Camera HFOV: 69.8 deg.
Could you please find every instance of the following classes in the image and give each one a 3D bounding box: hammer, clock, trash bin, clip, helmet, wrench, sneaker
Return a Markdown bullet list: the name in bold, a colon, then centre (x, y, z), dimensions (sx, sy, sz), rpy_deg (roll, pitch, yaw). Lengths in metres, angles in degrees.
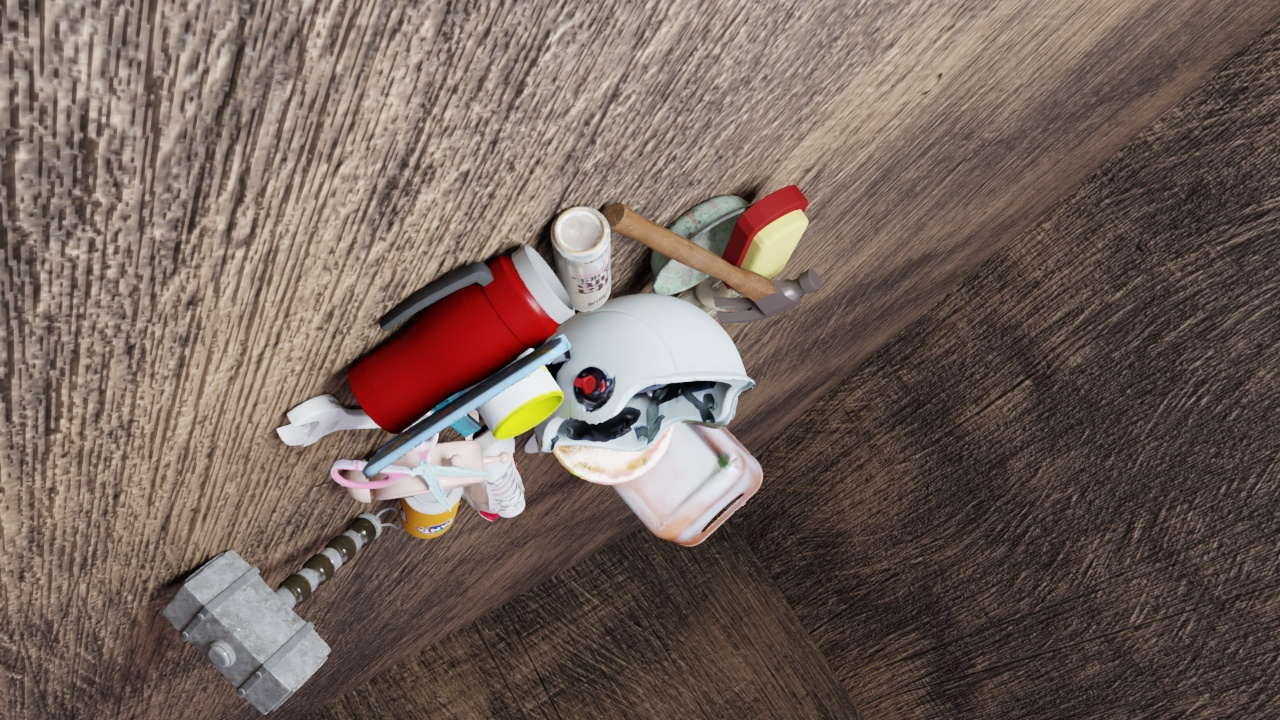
- **hammer**: centre (-0.414, 0.269, 1.159), dimensions (0.080, 0.177, 0.325), rpy_deg (-43, -178, 31)
- **clock**: centre (-0.257, 0.120, 1.091), dimensions (0.161, 0.086, 0.131), rpy_deg (-20, 170, 16)
- **trash bin**: centre (0.036, 0.136, 1.382), dimensions (0.181, 0.259, 0.157), rpy_deg (-43, 159, 4)
- **clock**: centre (0.088, -0.087, 1.222), dimensions (0.092, 0.054, 0.141), rpy_deg (-31, 173, -14)
- **hammer**: centre (0.072, -0.101, 0.970), dimensions (0.116, 0.033, 0.322), rpy_deg (-24, 155, 32)
- **clip**: centre (-0.218, 0.025, 0.944), dimensions (0.027, 0.104, 0.120), rpy_deg (-39, 159, 3)
- **helmet**: centre (-0.006, 0.006, 1.055), dimensions (0.265, 0.163, 0.236), rpy_deg (-26, 161, 40)
- **wrench**: centre (-0.277, 0.061, 0.971), dimensions (0.066, 0.018, 0.273), rpy_deg (-38, 166, 15)
- **sneaker**: centre (-0.199, 0.166, 1.286), dimensions (0.090, 0.104, 0.237), rpy_deg (-38, 170, -29)

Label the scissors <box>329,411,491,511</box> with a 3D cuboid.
- **scissors**: centre (-0.241, 0.104, 0.981), dimensions (0.170, 0.013, 0.174), rpy_deg (7, 127, -14)

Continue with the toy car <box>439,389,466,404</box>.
- **toy car**: centre (-0.181, 0.025, 1.040), dimensions (0.107, 0.027, 0.060), rpy_deg (-33, 166, -3)

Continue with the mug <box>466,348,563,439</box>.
- **mug**: centre (-0.140, 0.016, 0.942), dimensions (0.082, 0.106, 0.083), rpy_deg (-31, 166, -9)

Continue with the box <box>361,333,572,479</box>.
- **box**: centre (-0.154, 0.036, 0.833), dimensions (0.209, 0.021, 0.125), rpy_deg (-33, -177, 1)

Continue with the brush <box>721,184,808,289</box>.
- **brush**: centre (0.142, -0.131, 1.052), dimensions (0.082, 0.042, 0.174), rpy_deg (-30, 165, -16)

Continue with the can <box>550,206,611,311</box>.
- **can**: centre (-0.055, -0.095, 0.875), dimensions (0.054, 0.054, 0.136), rpy_deg (-31, 165, -11)

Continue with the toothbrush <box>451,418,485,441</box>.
- **toothbrush**: centre (-0.199, 0.077, 1.200), dimensions (0.167, 0.016, 0.016), rpy_deg (-38, 167, 14)

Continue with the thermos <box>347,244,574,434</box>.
- **thermos**: centre (-0.167, -0.025, 0.823), dimensions (0.199, 0.084, 0.108), rpy_deg (-34, 133, 7)

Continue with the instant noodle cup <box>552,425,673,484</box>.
- **instant noodle cup**: centre (-0.048, 0.080, 1.268), dimensions (0.178, 0.178, 0.078), rpy_deg (-31, -178, -12)

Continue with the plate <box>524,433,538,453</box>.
- **plate**: centre (-0.103, 0.104, 1.499), dimensions (0.188, 0.016, 0.189), rpy_deg (-32, 166, -9)

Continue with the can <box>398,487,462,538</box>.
- **can**: centre (-0.287, 0.190, 1.244), dimensions (0.079, 0.079, 0.143), rpy_deg (-27, 164, -27)

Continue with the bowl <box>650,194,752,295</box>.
- **bowl**: centre (0.070, -0.137, 1.045), dimensions (0.157, 0.038, 0.158), rpy_deg (-32, 166, -9)
